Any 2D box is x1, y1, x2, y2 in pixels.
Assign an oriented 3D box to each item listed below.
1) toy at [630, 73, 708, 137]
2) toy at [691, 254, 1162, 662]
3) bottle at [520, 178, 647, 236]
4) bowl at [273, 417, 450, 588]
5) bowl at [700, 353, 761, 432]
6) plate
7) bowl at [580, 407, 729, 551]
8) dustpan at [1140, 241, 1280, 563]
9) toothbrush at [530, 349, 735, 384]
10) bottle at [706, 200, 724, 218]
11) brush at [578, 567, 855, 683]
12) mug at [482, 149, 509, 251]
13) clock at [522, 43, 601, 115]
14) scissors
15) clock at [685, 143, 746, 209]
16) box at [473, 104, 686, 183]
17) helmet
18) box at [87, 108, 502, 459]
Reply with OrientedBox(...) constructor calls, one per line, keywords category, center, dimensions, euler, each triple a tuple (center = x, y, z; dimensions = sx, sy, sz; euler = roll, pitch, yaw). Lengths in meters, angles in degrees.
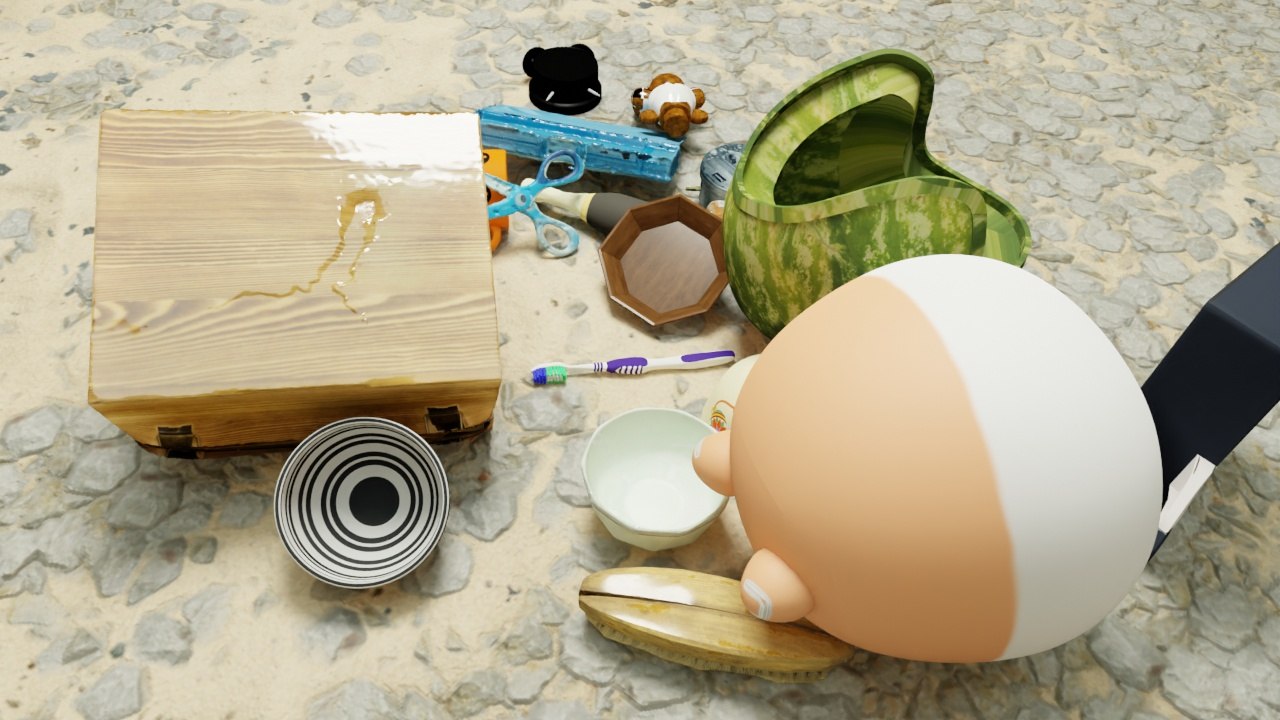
OrientedBox(category="toy", center=(0.034, -0.289, 1.049), dimensions=(0.087, 0.067, 0.112), euler=(-2, 43, -7))
OrientedBox(category="toy", center=(0.185, 0.072, 0.612), dimensions=(0.280, 0.266, 0.262), euler=(-16, 39, -2))
OrientedBox(category="bottle", center=(-0.038, -0.152, 0.941), dimensions=(0.184, 0.045, 0.045), euler=(19, 50, 12))
OrientedBox(category="bowl", center=(-0.200, 0.104, 0.677), dimensions=(0.120, 0.066, 0.120), euler=(1, 82, -8))
OrientedBox(category="bowl", center=(0.113, 0.035, 0.766), dimensions=(0.118, 0.074, 0.117), euler=(2, 48, -3))
OrientedBox(category="plate", center=(0.026, -0.093, 0.876), dimensions=(0.131, 0.025, 0.131), euler=(-2, 74, 7))
OrientedBox(category="bowl", center=(0.012, 0.099, 0.710), dimensions=(0.117, 0.061, 0.117), euler=(3, 48, -3))
OrientedBox(category="dustpan", center=(0.402, 0.048, 0.669), dimensions=(0.272, 0.237, 0.080), euler=(-29, 58, -27))
OrientedBox(category="toothbrush", center=(-0.005, 0.005, 0.824), dimensions=(0.186, 0.015, 0.016), euler=(-4, 54, -9))
OrientedBox(category="bottle", center=(0.148, -0.126, 0.923), dimensions=(0.167, 0.059, 0.059), euler=(4, 48, -2))
OrientedBox(category="brush", center=(0.052, 0.187, 0.647), dimensions=(0.195, 0.043, 0.059), euler=(11, 47, 4))
OrientedBox(category="mug", center=(-0.181, -0.155, 0.922), dimensions=(0.096, 0.078, 0.112), euler=(-3, 80, -7))
OrientedBox(category="clock", center=(-0.094, -0.348, 1.113), dimensions=(0.091, 0.043, 0.120), euler=(-8, 49, -12))
OrientedBox(category="scissors", center=(-0.107, -0.166, 0.898), dimensions=(0.137, 0.127, 0.012), euler=(26, -1, -25))
OrientedBox(category="clock", center=(0.117, -0.193, 0.985), dimensions=(0.129, 0.052, 0.090), euler=(-26, 55, -24))
OrientedBox(category="box", center=(-0.067, -0.246, 1.007), dimensions=(0.231, 0.033, 0.174), euler=(12, 25, 5))
OrientedBox(category="helmet", center=(0.192, -0.103, 0.785), dimensions=(0.244, 0.247, 0.212), euler=(-24, 47, 23))
OrientedBox(category="box", center=(-0.262, -0.039, 0.750), dimensions=(0.279, 0.221, 0.258), euler=(-3, 71, -15))
